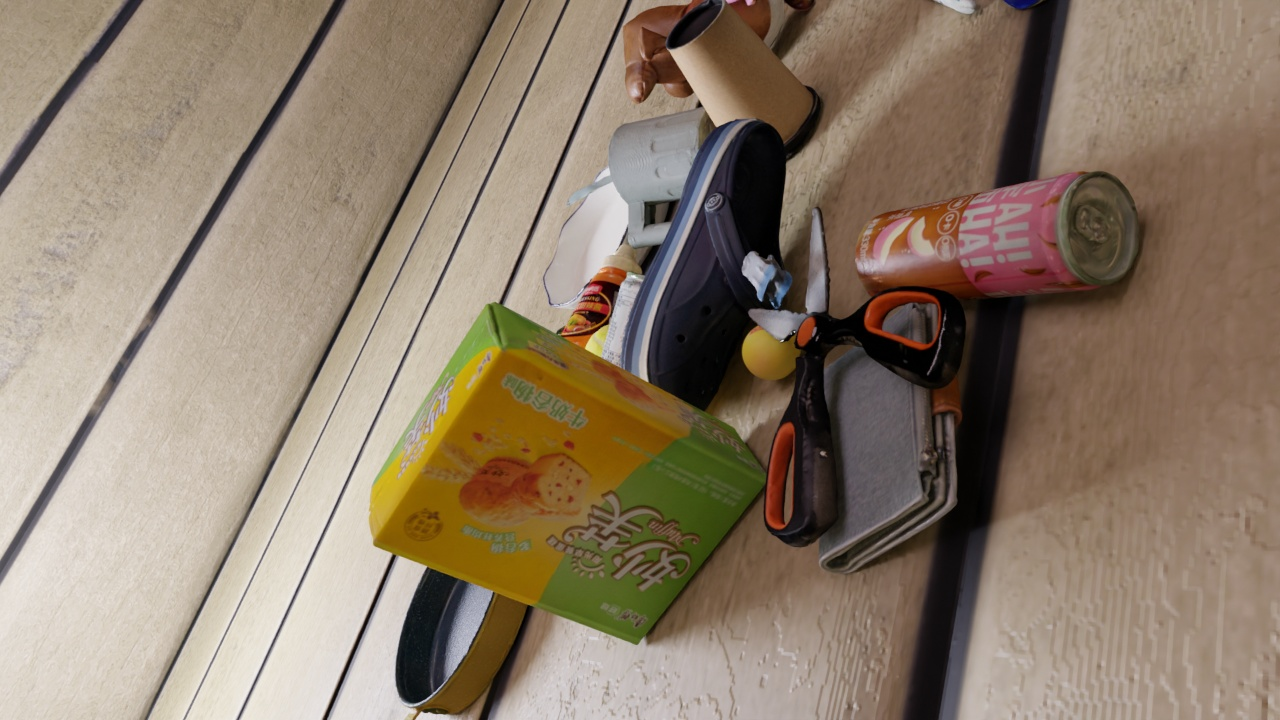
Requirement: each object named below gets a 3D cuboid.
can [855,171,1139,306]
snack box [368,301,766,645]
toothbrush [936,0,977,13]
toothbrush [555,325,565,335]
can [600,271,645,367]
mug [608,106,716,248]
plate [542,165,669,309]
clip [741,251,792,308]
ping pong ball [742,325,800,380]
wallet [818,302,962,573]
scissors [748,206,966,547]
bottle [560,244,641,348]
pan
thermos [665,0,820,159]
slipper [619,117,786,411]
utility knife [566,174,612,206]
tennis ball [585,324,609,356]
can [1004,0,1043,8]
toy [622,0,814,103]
[{"bbox_3d":[0.184,-0.062,0.496,0.147,0.058,0.057,-1,62,63],"label":"can"},{"bbox_3d":[-0.046,0.080,0.601,0.158,0.210,0.070,-55,26,14],"label":"snack box"},{"bbox_3d":[0.227,-0.302,0.735,0.018,0.016,0.191,-41,28,14],"label":"toothbrush"},{"bbox_3d":[-0.045,-0.051,0.985,0.186,0.012,0.017,-26,30,52],"label":"toothbrush"},{"bbox_3d":[-0.004,0.004,0.747,0.058,0.058,0.147,27,102,66],"label":"can"},{"bbox_3d":[0.035,-0.173,0.869,0.104,0.083,0.124,-3,86,38],"label":"mug"},{"bbox_3d":[-0.036,-0.142,1.029,0.205,0.045,0.204,-44,30,33],"label":"plate"},{"bbox_3d":[0.081,-0.056,0.600,0.057,0.036,0.026,-101,30,-64],"label":"clip"},{"bbox_3d":[0.091,-0.006,0.636,0.040,0.040,0.040,-44,29,32],"label":"ping pong ball"},{"bbox_3d":[0.137,0.040,0.503,0.107,0.037,0.129,-48,25,49],"label":"wallet"},{"bbox_3d":[0.109,-0.002,0.523,0.233,0.021,0.220,-21,52,65],"label":"scissors"},{"bbox_3d":[-0.033,-0.048,0.888,0.067,0.066,0.149,-18,48,56],"label":"bottle"},{"bbox_3d":[-0.199,0.291,0.821,0.198,0.078,0.356,-28,39,50],"label":"pan"},{"bbox_3d":[0.088,-0.236,0.790,0.093,0.143,0.092,-31,36,26],"label":"thermos"},{"bbox_3d":[0.069,-0.064,0.688,0.095,0.105,0.252,7,71,40],"label":"slipper"},{"bbox_3d":[0.015,-0.211,0.946,0.224,0.018,0.034,-24,47,22],"label":"utility knife"},{"bbox_3d":[-0.017,-0.001,0.809,0.066,0.065,0.065,-44,29,32],"label":"tennis ball"},{"bbox_3d":[0.260,-0.305,0.630,0.075,0.049,0.147,-36,34,42],"label":"can"},{"bbox_3d":[0.072,-0.329,0.945,0.200,0.130,0.139,-20,6,40],"label":"toy"}]
